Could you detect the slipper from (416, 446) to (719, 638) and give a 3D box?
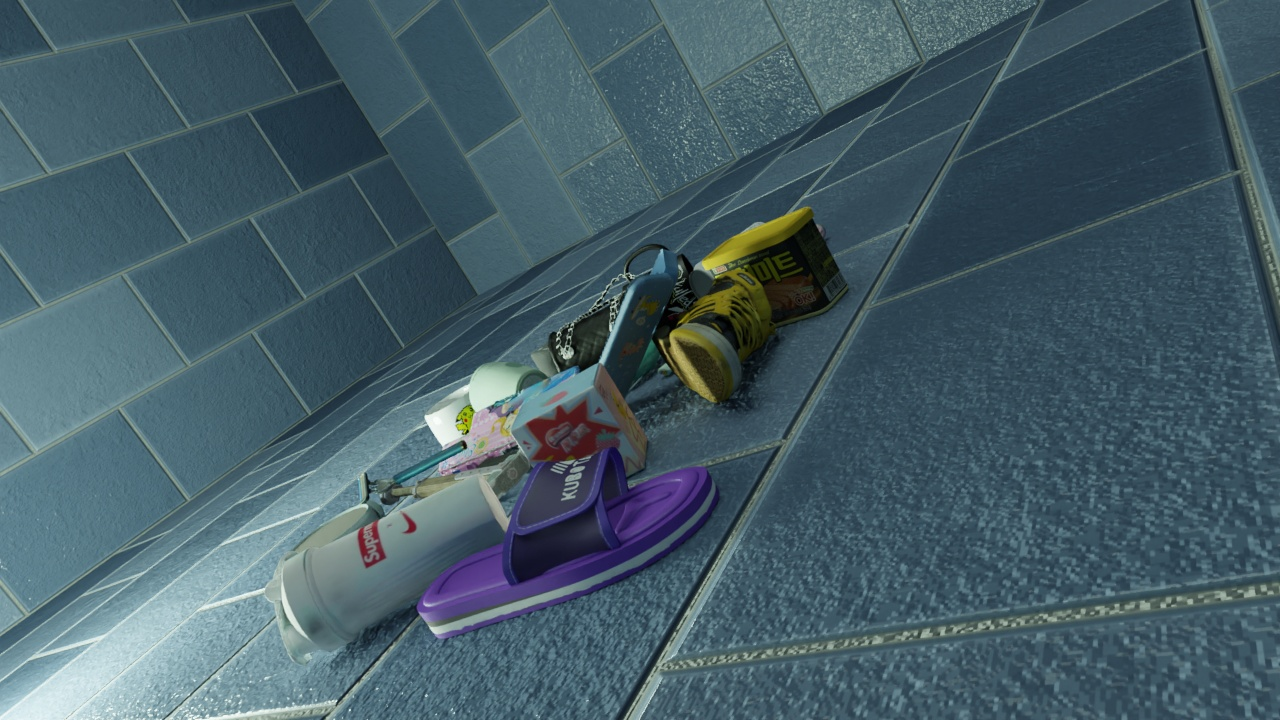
[{"bbox_3d":[-0.077,0.129,0.718,0.267,0.084,0.107,-26,14,22],"label":"slipper"}]

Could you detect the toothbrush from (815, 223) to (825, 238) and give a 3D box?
[{"bbox_3d":[0.212,-0.134,1.198,0.027,0.026,0.222,-3,24,23],"label":"toothbrush"}]

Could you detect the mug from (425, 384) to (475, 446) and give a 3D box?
[{"bbox_3d":[-0.252,0.079,1.350,0.115,0.068,0.094,-36,14,-21],"label":"mug"}]

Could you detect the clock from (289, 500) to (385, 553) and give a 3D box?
[{"bbox_3d":[-0.367,0.222,1.120,0.122,0.045,0.159,-29,14,8],"label":"clock"}]

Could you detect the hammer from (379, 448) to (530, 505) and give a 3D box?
[{"bbox_3d":[-0.225,0.141,1.061,0.318,0.028,0.146,-16,25,50],"label":"hammer"}]

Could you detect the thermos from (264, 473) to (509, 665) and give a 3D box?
[{"bbox_3d":[-0.231,0.185,0.849,0.220,0.099,0.099,-28,12,-4],"label":"thermos"}]

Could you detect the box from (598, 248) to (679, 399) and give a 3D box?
[{"bbox_3d":[-0.012,-0.011,0.977,0.210,0.043,0.124,-67,-5,29],"label":"box"}]

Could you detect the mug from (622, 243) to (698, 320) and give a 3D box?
[{"bbox_3d":[0.028,-0.109,1.316,0.098,0.118,0.081,-28,14,13],"label":"mug"}]

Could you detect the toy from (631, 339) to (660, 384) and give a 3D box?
[{"bbox_3d":[-0.007,0.007,1.157,0.085,0.033,0.105,-42,7,17],"label":"toy"}]

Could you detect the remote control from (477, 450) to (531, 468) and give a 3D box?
[{"bbox_3d":[-0.125,0.108,1.045,0.147,0.015,0.033,-18,15,31],"label":"remote control"}]

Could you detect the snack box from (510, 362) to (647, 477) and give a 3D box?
[{"bbox_3d":[-0.056,0.071,0.870,0.093,0.095,0.079,-28,13,10],"label":"snack box"}]

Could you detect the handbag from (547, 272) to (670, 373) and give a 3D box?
[{"bbox_3d":[-0.051,-0.050,1.239,0.154,0.114,0.125,-23,-2,21],"label":"handbag"}]

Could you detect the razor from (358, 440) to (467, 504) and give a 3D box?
[{"bbox_3d":[-0.274,0.131,1.107,0.144,0.022,0.042,-24,48,4],"label":"razor"}]

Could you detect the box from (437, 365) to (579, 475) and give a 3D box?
[{"bbox_3d":[-0.154,0.079,1.118,0.231,0.071,0.084,-23,15,29],"label":"box"}]

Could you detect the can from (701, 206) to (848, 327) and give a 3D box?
[{"bbox_3d":[0.150,-0.097,1.023,0.131,0.101,0.072,-17,19,47],"label":"can"}]

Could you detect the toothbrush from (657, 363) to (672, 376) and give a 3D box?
[{"bbox_3d":[0.067,-0.024,1.133,0.022,0.015,0.154,-17,18,43],"label":"toothbrush"}]

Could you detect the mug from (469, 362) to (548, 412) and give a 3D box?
[{"bbox_3d":[-0.167,0.043,1.295,0.111,0.084,0.104,-4,2,-43],"label":"mug"}]

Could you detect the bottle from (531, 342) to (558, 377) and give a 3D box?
[{"bbox_3d":[-0.096,-0.016,1.407,0.083,0.046,0.174,-37,14,-24],"label":"bottle"}]

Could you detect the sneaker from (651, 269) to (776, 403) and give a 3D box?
[{"bbox_3d":[0.090,-0.030,0.931,0.122,0.086,0.238,-36,10,-6],"label":"sneaker"}]

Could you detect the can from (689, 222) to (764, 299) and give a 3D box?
[{"bbox_3d":[0.135,-0.131,1.262,0.131,0.070,0.070,-37,14,-24],"label":"can"}]
